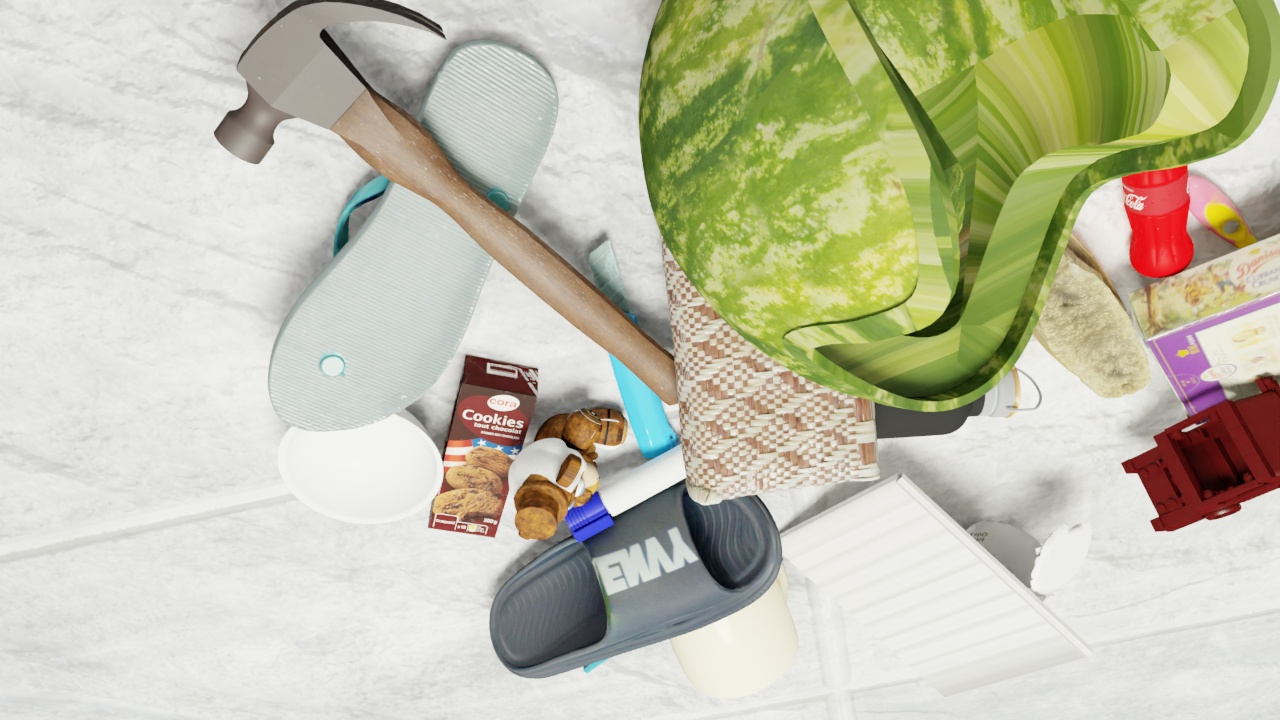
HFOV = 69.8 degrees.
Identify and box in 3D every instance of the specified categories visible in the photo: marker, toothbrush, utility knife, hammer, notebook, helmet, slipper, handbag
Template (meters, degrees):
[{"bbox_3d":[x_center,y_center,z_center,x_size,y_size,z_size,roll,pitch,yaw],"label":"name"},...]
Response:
[{"bbox_3d":[0.007,0.088,0.671,0.133,0.027,0.023,-28,139,-3],"label":"marker"},{"bbox_3d":[0.394,-0.083,0.605,0.135,0.016,0.021,32,120,-23],"label":"toothbrush"},{"bbox_3d":[-0.004,0.004,0.634,0.031,0.015,0.206,-14,131,2],"label":"utility knife"},{"bbox_3d":[-0.076,-0.071,0.524,0.115,0.033,0.323,-43,123,11],"label":"hammer"},{"bbox_3d":[0.225,0.185,0.725,0.210,0.009,0.143,42,134,-8],"label":"notebook"},{"bbox_3d":[0.109,-0.105,0.425,0.213,0.243,0.248,-30,163,-16],"label":"helmet"},{"bbox_3d":[-0.026,0.161,0.685,0.269,0.110,0.083,-30,151,24],"label":"slipper"},{"bbox_3d":[-0.134,-0.067,0.556,0.098,0.054,0.269,28,109,-26],"label":"slipper"},{"bbox_3d":[0.081,-0.008,0.574,0.124,0.047,0.186,-6,98,-3],"label":"handbag"}]

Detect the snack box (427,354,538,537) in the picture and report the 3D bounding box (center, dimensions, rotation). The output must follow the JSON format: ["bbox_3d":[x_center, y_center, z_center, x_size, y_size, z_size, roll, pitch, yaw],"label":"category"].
[{"bbox_3d":[-0.115,0.065,0.660,0.051,0.031,0.141,11,125,-13],"label":"snack box"}]

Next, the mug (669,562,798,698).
[{"bbox_3d":[0.074,0.192,0.738,0.119,0.096,0.100,-34,111,-33],"label":"mug"}]

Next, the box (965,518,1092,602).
[{"bbox_3d":[0.299,0.172,0.744,0.083,0.092,0.166,-9,128,-24],"label":"box"}]

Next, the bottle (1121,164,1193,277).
[{"bbox_3d":[0.318,-0.106,0.566,0.036,0.036,0.119,-21,125,11],"label":"bottle"}]

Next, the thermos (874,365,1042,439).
[{"bbox_3d":[0.161,0.024,0.635,0.231,0.061,0.061,-3,127,-3],"label":"thermos"}]

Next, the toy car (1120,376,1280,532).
[{"bbox_3d":[0.408,0.058,0.615,0.061,0.070,0.170,4,148,-32],"label":"toy car"}]

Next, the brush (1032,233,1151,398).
[{"bbox_3d":[0.285,-0.037,0.611,0.059,0.043,0.195,-36,123,20],"label":"brush"}]

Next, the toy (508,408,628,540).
[{"bbox_3d":[-0.055,0.078,0.629,0.067,0.112,0.087,29,120,-11],"label":"toy"}]

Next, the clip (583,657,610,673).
[{"bbox_3d":[-0.007,0.238,0.805,0.127,0.028,0.113,-37,123,21],"label":"clip"}]

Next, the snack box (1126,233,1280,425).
[{"bbox_3d":[0.415,-0.024,0.595,0.148,0.040,0.143,-25,140,30],"label":"snack box"}]

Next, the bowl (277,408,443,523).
[{"bbox_3d":[-0.193,0.062,0.645,0.110,0.040,0.110,-2,127,-3],"label":"bowl"}]
